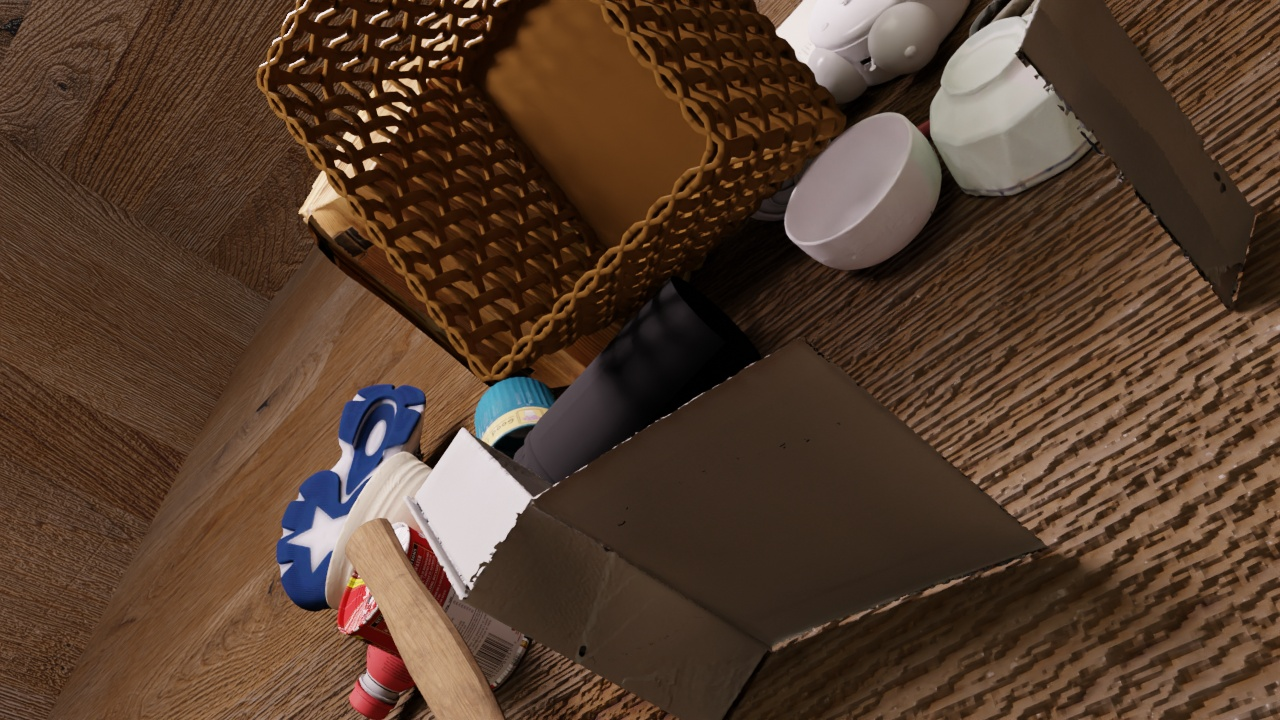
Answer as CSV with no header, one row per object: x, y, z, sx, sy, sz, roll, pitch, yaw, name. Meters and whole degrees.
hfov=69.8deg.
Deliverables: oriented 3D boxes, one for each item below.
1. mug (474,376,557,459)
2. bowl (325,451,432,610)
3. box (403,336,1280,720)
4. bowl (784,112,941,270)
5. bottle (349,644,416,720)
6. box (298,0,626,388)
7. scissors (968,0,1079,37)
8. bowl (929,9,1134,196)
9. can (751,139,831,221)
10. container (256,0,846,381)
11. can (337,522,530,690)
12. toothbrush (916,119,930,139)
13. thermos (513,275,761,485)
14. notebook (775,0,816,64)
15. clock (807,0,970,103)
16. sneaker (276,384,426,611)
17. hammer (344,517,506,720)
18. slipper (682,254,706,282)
-0.083,0.062,0.774,0.113,0.083,0.107,-30,24,-1,mug
-0.208,0.165,0.824,0.150,0.075,0.150,23,-92,-84,bowl
0.050,0.091,0.396,0.480,0.166,0.119,-15,45,53,box
0.150,-0.104,0.600,0.105,0.054,0.104,-41,29,29,bowl
-0.176,0.211,0.756,0.176,0.062,0.062,-57,26,-6,bottle
-0.137,-0.131,0.850,0.168,0.279,0.244,-12,48,40,box
0.290,-0.267,0.607,0.163,0.012,0.153,-31,28,39,scissors
0.219,-0.161,0.544,0.118,0.061,0.117,-39,31,28,bowl
0.101,-0.178,0.732,0.088,0.087,0.139,-41,29,26,can
-0.050,-0.169,0.600,0.220,0.251,0.213,-41,-6,33,container
-0.149,0.185,0.679,0.087,0.116,0.086,-40,29,27,can
0.194,-0.155,0.635,0.185,0.015,0.015,-36,34,31,toothbrush
-0.013,0.041,0.661,0.199,0.086,0.086,-47,27,15,thermos
0.188,-0.337,0.868,0.209,0.012,0.153,-45,28,19,notebook
0.191,-0.286,0.725,0.126,0.073,0.160,-12,49,53,clock
-0.285,0.157,0.962,0.268,0.103,0.133,-80,-8,-46,sneaker
-0.104,0.204,0.531,0.132,0.040,0.305,-47,51,0,hammer
0.031,-0.131,0.819,0.081,0.092,0.190,-6,50,4,slipper
